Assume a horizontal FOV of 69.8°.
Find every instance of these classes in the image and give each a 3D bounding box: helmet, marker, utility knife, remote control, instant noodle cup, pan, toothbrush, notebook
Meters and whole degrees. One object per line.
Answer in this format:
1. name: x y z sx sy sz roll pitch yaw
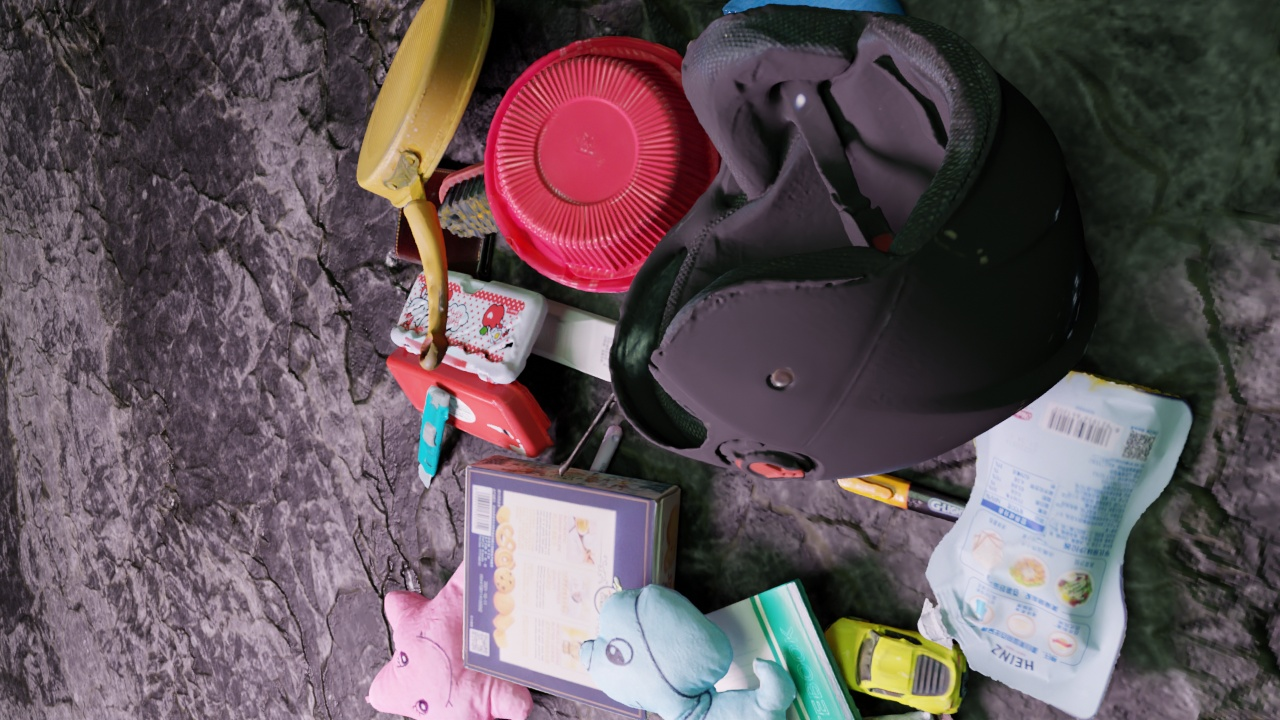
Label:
1. helmet: 0.105 -0.046 0.509 0.276 0.230 0.232 -39 33 45
2. marker: 0.184 0.091 0.588 0.124 0.015 0.018 15 108 35
3. utility knife: -0.194 0.074 0.850 0.029 0.013 0.180 43 144 15
4. remote control: -0.054 -0.018 0.765 0.125 0.024 0.049 18 106 36
5. instant noodle cup: -0.031 -0.147 0.664 0.194 0.065 0.194 0 92 12
6. pan: -0.175 -0.156 0.754 0.198 0.078 0.356 -37 42 46
7. toothbrush: -0.054 0.136 0.781 0.021 0.029 0.189 -112 42 -63
8. notebook: 0.107 0.270 0.643 0.151 0.012 0.209 -41 67 49

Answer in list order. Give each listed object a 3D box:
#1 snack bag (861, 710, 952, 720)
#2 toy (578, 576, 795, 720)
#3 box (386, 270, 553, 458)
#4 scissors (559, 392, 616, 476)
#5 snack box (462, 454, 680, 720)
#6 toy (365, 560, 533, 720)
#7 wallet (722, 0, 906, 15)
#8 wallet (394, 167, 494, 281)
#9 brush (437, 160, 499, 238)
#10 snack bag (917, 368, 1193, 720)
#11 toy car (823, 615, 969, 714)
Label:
1. snack bag: 0.164 0.252 0.609 0.104 0.026 0.048 -29 75 35
2. toy: 0.028 0.223 0.657 0.162 0.049 0.156 -24 81 28
3. box: -0.154 -0.001 0.808 0.201 0.073 0.155 16 112 45
4. scissors: -0.008 0.010 0.682 0.015 0.192 0.206 34 76 0
5. snack box: -0.061 0.181 0.753 0.183 0.045 0.178 6 98 26
6. toy: -0.187 0.299 0.860 0.179 0.074 0.194 -30 72 21
7. wallet: 0.121 -0.208 0.603 0.107 0.040 0.133 -30 74 32
8. wallet: -0.183 -0.132 0.865 0.122 0.020 0.096 16 103 35
9. brush: -0.112 -0.150 0.776 0.146 0.063 0.069 -10 53 34
10. snack bag: 0.232 0.098 0.528 0.110 0.038 0.191 17 100 22
11. toy car: 0.159 0.195 0.593 0.105 0.032 0.048 -1 72 46
